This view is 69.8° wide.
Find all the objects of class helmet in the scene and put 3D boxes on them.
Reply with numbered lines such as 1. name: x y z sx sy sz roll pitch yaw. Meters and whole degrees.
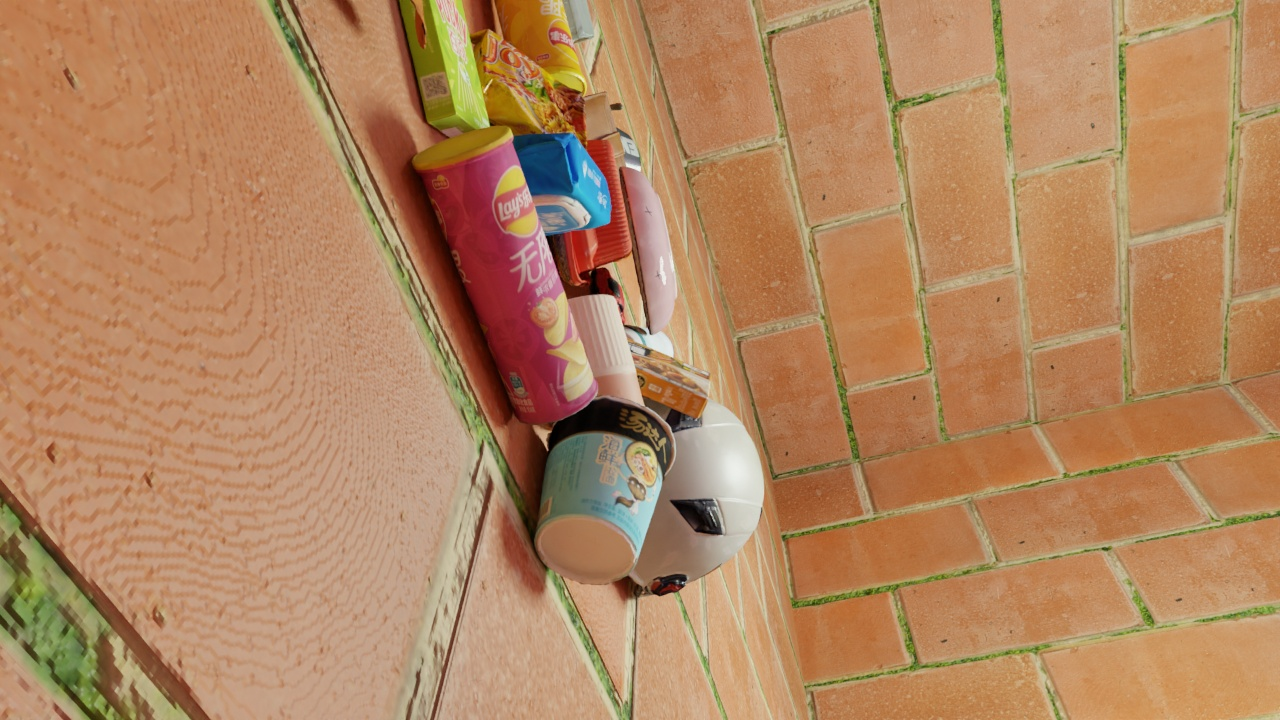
1. helmet: 0.049 0.126 0.977 0.274 0.157 0.229 48 30 -70

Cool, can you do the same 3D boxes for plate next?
1. plate: 0.011 -0.126 1.037 0.192 0.039 0.192 161 -82 -89

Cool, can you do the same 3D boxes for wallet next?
1. wallet: -0.059 -0.251 1.105 0.118 0.035 0.131 -29 110 -38

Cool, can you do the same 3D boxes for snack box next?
1. snack box: -0.005 0.005 0.905 0.075 0.154 0.026 -71 -175 -71
2. snack box: -0.157 -0.252 0.717 0.085 0.026 0.156 8 69 -80

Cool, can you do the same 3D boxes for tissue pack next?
1. tissue pack: -0.084 -0.146 0.785 0.157 0.095 0.052 36 47 -74

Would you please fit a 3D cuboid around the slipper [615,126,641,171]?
1. slipper: -0.040 -0.274 1.238 0.268 0.083 0.110 44 32 -72

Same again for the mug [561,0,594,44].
1. mug: -0.115 -0.416 1.064 0.123 0.084 0.103 -35 115 -50

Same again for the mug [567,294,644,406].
1. mug: -0.058 0.004 0.805 0.114 0.082 0.106 -5 78 -50

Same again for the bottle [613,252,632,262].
1. bottle: -0.034 -0.163 1.203 0.149 0.067 0.067 -84 159 -83

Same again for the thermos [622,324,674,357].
1. thermos: -0.010 -0.011 1.102 0.224 0.073 0.073 -1 77 -79

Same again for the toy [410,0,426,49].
1. toy: -0.166 -0.303 0.553 0.246 0.090 0.227 -85 158 -52

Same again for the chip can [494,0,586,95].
1. chip can: -0.112 -0.360 0.939 0.072 0.072 0.213 47 28 -70

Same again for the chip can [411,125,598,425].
1. chip can: -0.094 -0.058 0.670 0.071 0.071 0.211 -84 158 -63

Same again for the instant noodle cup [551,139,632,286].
1. instant noodle cup: -0.056 -0.163 0.974 0.188 0.079 0.164 -106 -175 -84

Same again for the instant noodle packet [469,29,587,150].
1. instant noodle packet: -0.103 -0.235 0.828 0.128 0.044 0.110 27 40 -35

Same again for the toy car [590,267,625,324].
1. toy car: -0.036 -0.077 1.146 0.106 0.031 0.049 59 21 -66

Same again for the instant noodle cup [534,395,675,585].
1. instant noodle cup: -0.031 0.107 0.724 0.120 0.111 0.111 -78 154 -51
